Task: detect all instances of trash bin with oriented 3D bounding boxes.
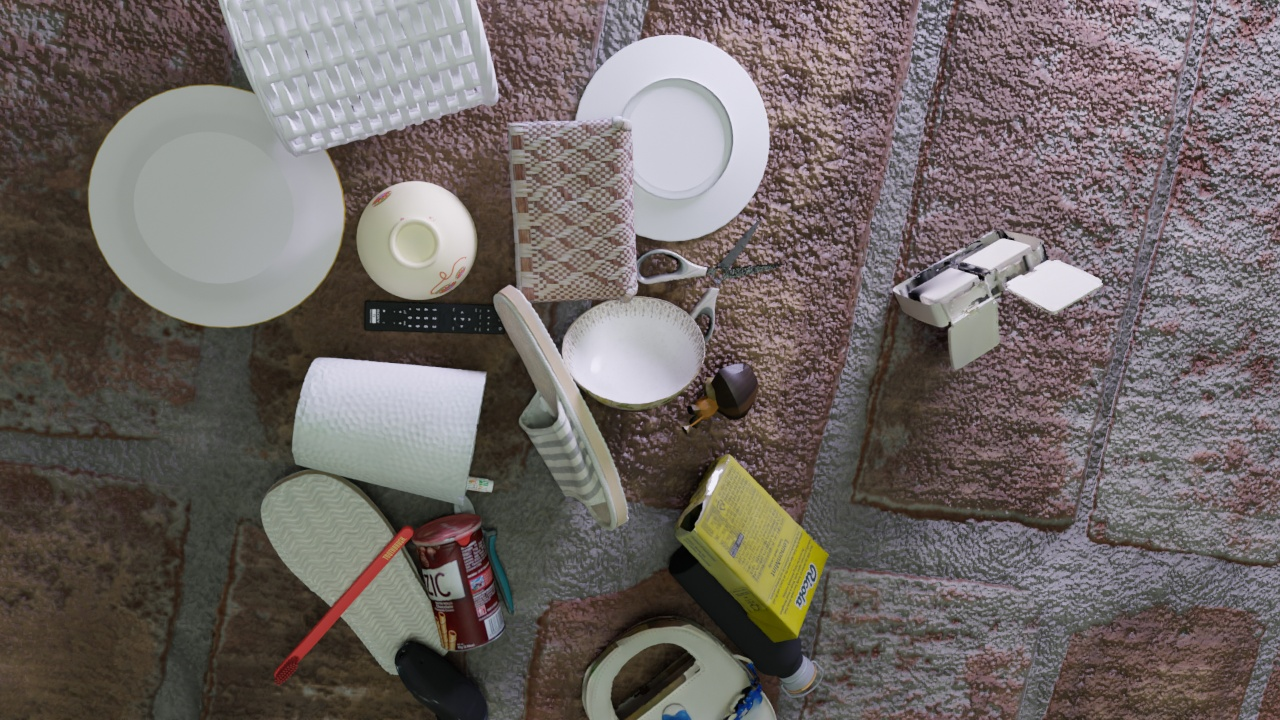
[{"bbox_3d":[-0.240,0.062,0.888,0.161,0.133,0.133,10,97,-8],"label":"trash bin"}]

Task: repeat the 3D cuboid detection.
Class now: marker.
[{"bbox_3d":[-0.226,0.120,0.954,0.145,0.017,0.017,11,97,-13],"label":"marker"}]

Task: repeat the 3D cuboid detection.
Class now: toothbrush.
[{"bbox_3d":[-0.296,0.245,0.910,0.012,0.018,0.212,39,97,-24],"label":"toothbrush"}]

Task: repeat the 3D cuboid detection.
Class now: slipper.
[{"bbox_3d":[-0.288,0.217,0.941,0.115,0.052,0.263,-29,114,-2],"label":"slipper"},{"bbox_3d":[-0.088,0.054,0.926,0.054,0.115,0.273,-28,105,-24],"label":"slipper"}]

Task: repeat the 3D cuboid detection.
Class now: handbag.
[{"bbox_3d":[0.037,0.386,1.019,0.200,0.093,0.199,-41,98,-2],"label":"handbag"},{"bbox_3d":[-0.067,-0.149,0.925,0.124,0.047,0.186,-2,102,-2],"label":"handbag"}]

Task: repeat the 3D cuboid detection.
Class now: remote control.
[{"bbox_3d":[-0.208,-0.043,0.933,0.140,0.009,0.030,1,99,-12],"label":"remote control"}]

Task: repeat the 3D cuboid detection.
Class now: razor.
[{"bbox_3d":[-0.213,0.349,0.968,0.064,0.052,0.140,-18,119,30],"label":"razor"}]

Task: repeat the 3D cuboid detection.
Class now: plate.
[{"bbox_3d":[-0.401,-0.144,0.871,0.229,0.021,0.230,-2,100,-11],"label":"plate"},{"bbox_3d":[0.036,-0.228,0.949,0.208,0.015,0.209,-2,100,-11],"label":"plate"}]

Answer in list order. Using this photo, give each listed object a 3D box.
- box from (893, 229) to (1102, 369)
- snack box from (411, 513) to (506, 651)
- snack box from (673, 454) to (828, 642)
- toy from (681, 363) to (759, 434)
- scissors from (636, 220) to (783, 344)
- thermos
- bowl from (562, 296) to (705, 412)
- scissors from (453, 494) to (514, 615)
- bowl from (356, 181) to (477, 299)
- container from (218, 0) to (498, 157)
[{"bbox_3d":[0.381,-0.051,0.967,0.143,0.184,0.099,-30,110,-2],"label":"box"},{"bbox_3d":[-0.184,0.225,0.935,0.072,0.072,0.121,-13,101,-9],"label":"snack box"},{"bbox_3d":[0.119,0.201,0.994,0.181,0.045,0.121,46,46,-14],"label":"snack box"},{"bbox_3d":[0.081,0.044,0.982,0.100,0.062,0.076,-34,141,-19],"label":"toy"},{"bbox_3d":[0.069,-0.082,0.981,0.171,0.012,0.157,11,99,-12],"label":"scissors"},{"bbox_3d":[0.126,0.296,1.032,0.061,0.061,0.231,-41,105,-3],"label":"thermos"},{"bbox_3d":[-0.006,0.006,0.940,0.145,0.145,0.063,-14,140,-9],"label":"bowl"},{"bbox_3d":[-0.164,0.208,0.981,0.139,0.019,0.136,22,93,-13],"label":"scissors"},{"bbox_3d":[-0.216,-0.114,0.886,0.118,0.074,0.118,-2,100,-11],"label":"bowl"},{"bbox_3d":[-0.241,-0.291,0.794,0.186,0.189,0.189,-18,102,-7],"label":"container"}]
